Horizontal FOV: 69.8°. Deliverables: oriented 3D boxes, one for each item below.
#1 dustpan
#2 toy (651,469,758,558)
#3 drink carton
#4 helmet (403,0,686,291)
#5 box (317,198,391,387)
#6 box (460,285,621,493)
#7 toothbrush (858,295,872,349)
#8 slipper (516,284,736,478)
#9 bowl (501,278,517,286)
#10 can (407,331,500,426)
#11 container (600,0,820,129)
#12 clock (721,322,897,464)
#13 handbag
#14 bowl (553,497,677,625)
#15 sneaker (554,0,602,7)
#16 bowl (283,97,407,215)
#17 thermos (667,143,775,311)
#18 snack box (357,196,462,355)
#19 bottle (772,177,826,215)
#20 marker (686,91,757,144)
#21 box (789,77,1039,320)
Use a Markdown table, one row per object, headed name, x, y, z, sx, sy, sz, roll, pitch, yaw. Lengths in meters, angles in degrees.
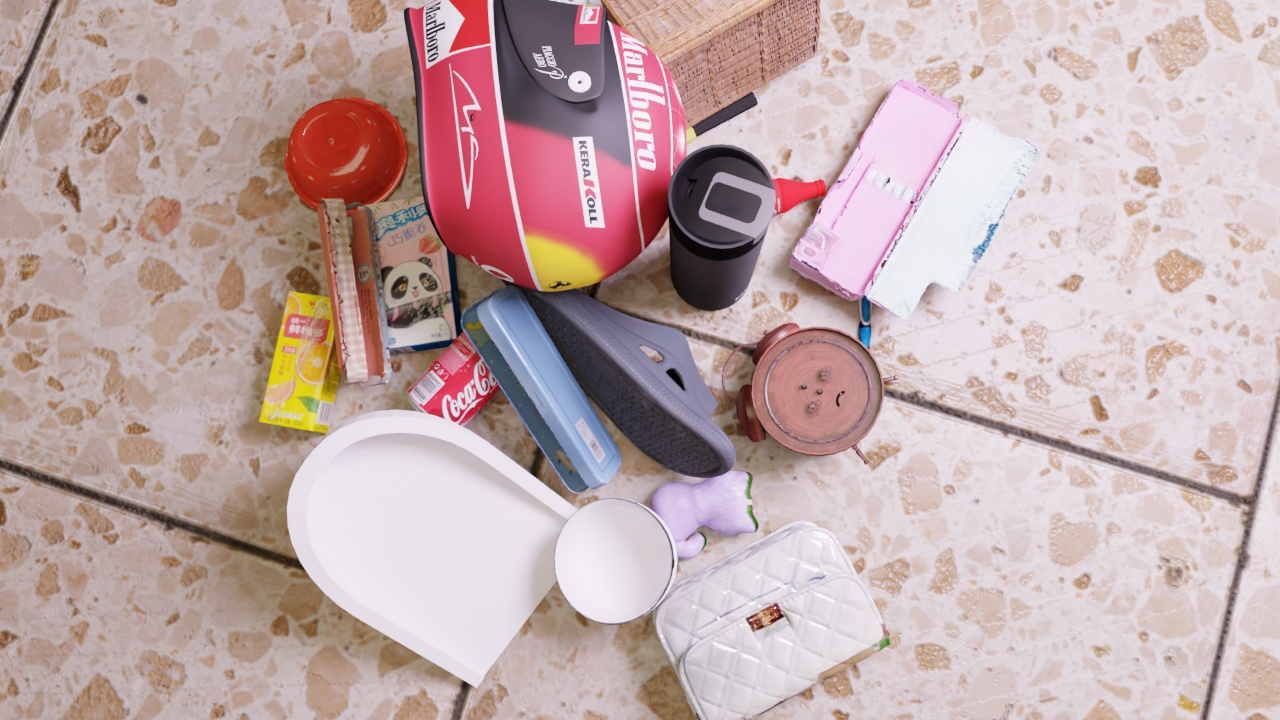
| name | x | y | z | sx | sy | sz | roll | pitch | yaw |
| --- | --- | --- | --- | --- | --- | --- | --- | --- | --- |
| dustpan | -0.192 | 0.159 | 0.838 | 0.257 | 0.053 | 0.191 | 39 | 85 | -12 |
| toy | 0.062 | 0.148 | 0.879 | 0.100 | 0.036 | 0.080 | -8 | 91 | 6 |
| drink carton | -0.331 | 0.001 | 0.914 | 0.058 | 0.043 | 0.134 | 10 | 82 | 5 |
| helmet | -0.073 | -0.196 | 0.800 | 0.224 | 0.198 | 0.270 | -8 | 78 | 0 |
| box | -0.276 | -0.065 | 0.896 | 0.063 | 0.056 | 0.188 | -4 | 83 | -36 |
| box | -0.095 | 0.030 | 0.872 | 0.059 | 0.068 | 0.210 | -24 | 103 | 30 |
| toothbrush | 0.223 | -0.035 | 0.905 | 0.016 | 0.017 | 0.189 | 2 | 83 | 4 |
| slipper | -0.005 | 0.005 | 0.879 | 0.268 | 0.111 | 0.083 | 42 | 60 | 11 |
| bowl | -0.099 | -0.120 | 0.914 | 0.110 | 0.055 | 0.110 | -1 | 82 | 3 |
| can | -0.171 | 0.017 | 0.893 | 0.064 | 0.064 | 0.104 | 43 | 86 | 7 |
| container | 0.068 | -0.328 | 0.899 | 0.198 | 0.114 | 0.112 | -30 | 66 | -4 |
| clock | 0.152 | 0.028 | 0.865 | 0.158 | 0.072 | 0.120 | 19 | 84 | 15 |
| handbag | 0.115 | 0.244 | 0.843 | 0.195 | 0.072 | 0.139 | -29 | 83 | -1 |
| bowl | -0.018 | 0.186 | 0.855 | 0.113 | 0.063 | 0.113 | -3 | 80 | 15 |
| sneaker | -0.058 | -0.358 | 0.928 | 0.089 | 0.091 | 0.242 | 43 | 85 | 8 |
| bowl | -0.309 | -0.217 | 0.942 | 0.130 | 0.045 | 0.130 | 0 | 82 | 3 |
| thermos | 0.066 | -0.108 | 0.810 | 0.082 | 0.240 | 0.082 | 0 | 82 | 2 |
| snack box | -0.232 | -0.087 | 0.927 | 0.088 | 0.033 | 0.154 | -9 | 81 | 1 |
| bottle | 0.126 | -0.162 | 0.918 | 0.119 | 0.036 | 0.036 | -11 | 82 | 1 |
| marker | 0.064 | -0.241 | 0.940 | 0.124 | 0.021 | 0.017 | -28 | 82 | -3 |
| box | 0.269 | -0.151 | 0.899 | 0.159 | 0.035 | 0.230 | 30 | 79 | 10 |
